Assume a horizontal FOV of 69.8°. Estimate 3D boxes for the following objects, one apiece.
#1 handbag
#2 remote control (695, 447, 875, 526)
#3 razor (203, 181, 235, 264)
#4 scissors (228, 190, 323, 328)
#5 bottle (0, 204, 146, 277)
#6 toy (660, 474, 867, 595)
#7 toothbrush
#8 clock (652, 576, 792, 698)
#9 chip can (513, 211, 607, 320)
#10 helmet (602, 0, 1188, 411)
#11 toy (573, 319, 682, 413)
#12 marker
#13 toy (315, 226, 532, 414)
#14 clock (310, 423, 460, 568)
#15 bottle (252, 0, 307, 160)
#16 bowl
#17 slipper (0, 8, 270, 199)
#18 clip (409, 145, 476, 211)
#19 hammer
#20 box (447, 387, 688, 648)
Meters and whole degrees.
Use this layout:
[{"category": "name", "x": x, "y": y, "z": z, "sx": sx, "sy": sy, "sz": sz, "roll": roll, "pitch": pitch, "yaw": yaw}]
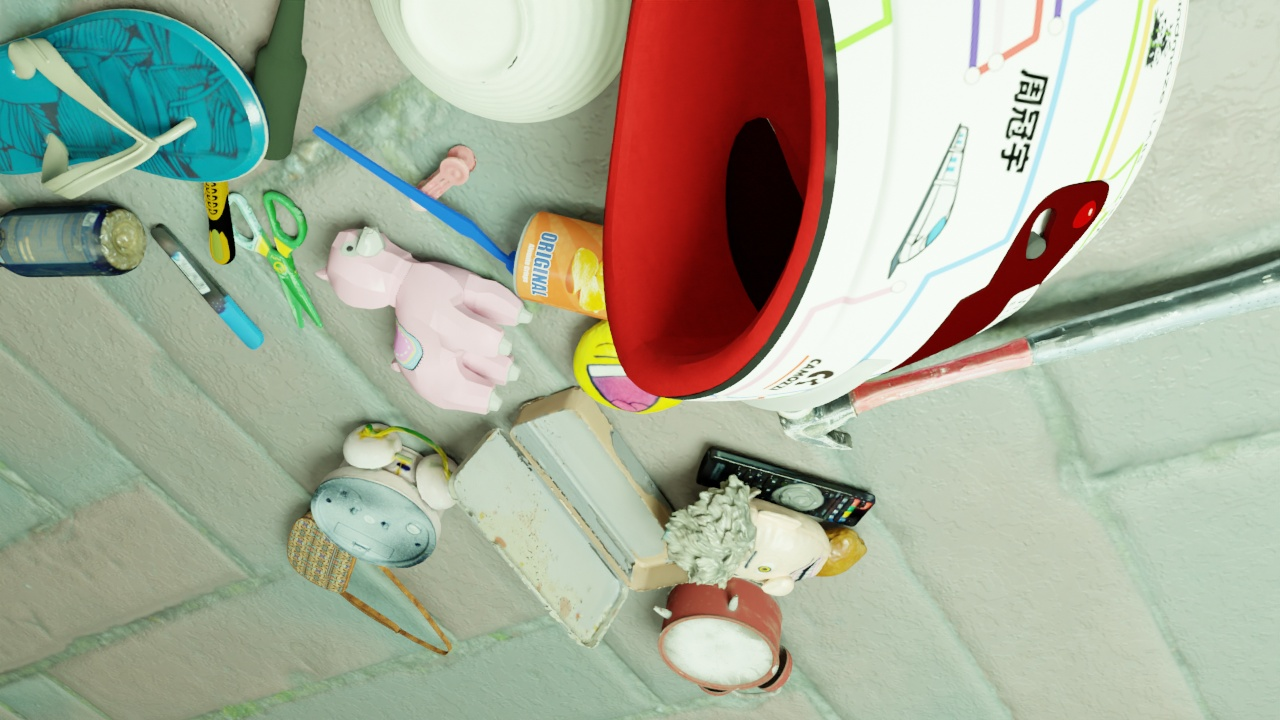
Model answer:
[{"category": "handbag", "x": -0.256, "y": 0.216, "z": 0.896, "sx": 0.196, "sy": 0.043, "sz": 0.094, "roll": 35, "pitch": 128, "yaw": 9}, {"category": "remote control", "x": 0.118, "y": 0.103, "z": 0.749, "sx": 0.140, "sy": 0.021, "sz": 0.046, "roll": 17, "pitch": 140, "yaw": -4}, {"category": "razor", "x": -0.313, "y": -0.137, "z": 0.669, "sx": 0.044, "sy": 0.021, "sz": 0.144, "roll": 10, "pitch": 118, "yaw": 7}, {"category": "scissors", "x": -0.292, "y": -0.075, "z": 0.724, "sx": 0.078, "sy": 0.013, "sz": 0.132, "roll": 9, "pitch": 128, "yaw": 10}, {"category": "bottle", "x": -0.475, "y": -0.094, "z": 0.729, "sx": 0.161, "sy": 0.056, "sz": 0.056, "roll": 0, "pitch": 127, "yaw": 14}, {"category": "toy", "x": 0.101, "y": 0.154, "z": 0.747, "sx": 0.176, "sy": 0.076, "sz": 0.133, "roll": 9, "pitch": 151, "yaw": -11}, {"category": "toothbrush", "x": -0.141, "y": -0.106, "z": 0.636, "sx": 0.186, "sy": 0.011, "sz": 0.017, "roll": 34, "pitch": 130, "yaw": -28}, {"category": "clock", "x": 0.083, "y": 0.260, "z": 0.853, "sx": 0.110, "sy": 0.061, "sz": 0.157, "roll": -15, "pitch": 122, "yaw": 24}, {"category": "chip can", "x": 0.024, "y": -0.048, "z": 0.622, "sx": 0.210, "sy": 0.062, "sz": 0.062, "roll": 14, "pitch": 129, "yaw": 8}, {"category": "helmet", "x": 0.120, "y": -0.127, "z": 0.438, "sx": 0.235, "sy": 0.231, "sz": 0.315, "roll": -8, "pitch": 127, "yaw": -25}, {"category": "toy", "x": -0.004, "y": 0.004, "z": 0.693, "sx": 0.095, "sy": 0.041, "sz": 0.094, "roll": 4, "pitch": 131, "yaw": 8}, {"category": "marker", "x": -0.353, "y": -0.060, "z": 0.752, "sx": 0.018, "sy": 0.015, "sz": 0.123, "roll": -23, "pitch": 116, "yaw": 24}, {"category": "toy", "x": -0.165, "y": -0.032, "z": 0.692, "sx": 0.157, "sy": 0.067, "sz": 0.124, "roll": 22, "pitch": 130, "yaw": 2}, {"category": "clock", "x": -0.225, "y": 0.117, "z": 0.825, "sx": 0.117, "sy": 0.058, "sz": 0.158, "roll": 27, "pitch": 128, "yaw": -8}, {"category": "bottle", "x": -0.239, "y": -0.191, "z": 0.608, "sx": 0.033, "sy": 0.032, "sz": 0.123, "roll": 26, "pitch": 128, "yaw": -6}, {"category": "bowl", "x": -0.091, "y": -0.209, "z": 0.532, "sx": 0.177, "sy": 0.070, "sz": 0.178, "roll": 7, "pitch": 129, "yaw": 9}, {"category": "slipper", "x": -0.391, "y": -0.172, "z": 0.630, "sx": 0.295, "sy": 0.060, "sz": 0.118, "roll": 2, "pitch": 115, "yaw": 21}, {"category": "clip", "x": -0.138, "y": -0.121, "z": 0.633, "sx": 0.022, "sy": 0.039, "sz": 0.059, "roll": 40, "pitch": 130, "yaw": -24}, {"category": "hammer", "x": 0.252, "y": -0.003, "z": 0.600, "sx": 0.327, "sy": 0.036, "sz": 0.140, "roll": -17, "pitch": 161, "yaw": 15}, {"category": "box", "x": -0.050, "y": 0.140, "z": 0.775, "sx": 0.121, "sy": 0.094, "sz": 0.217, "roll": -22, "pitch": 119, "yaw": 24}]
